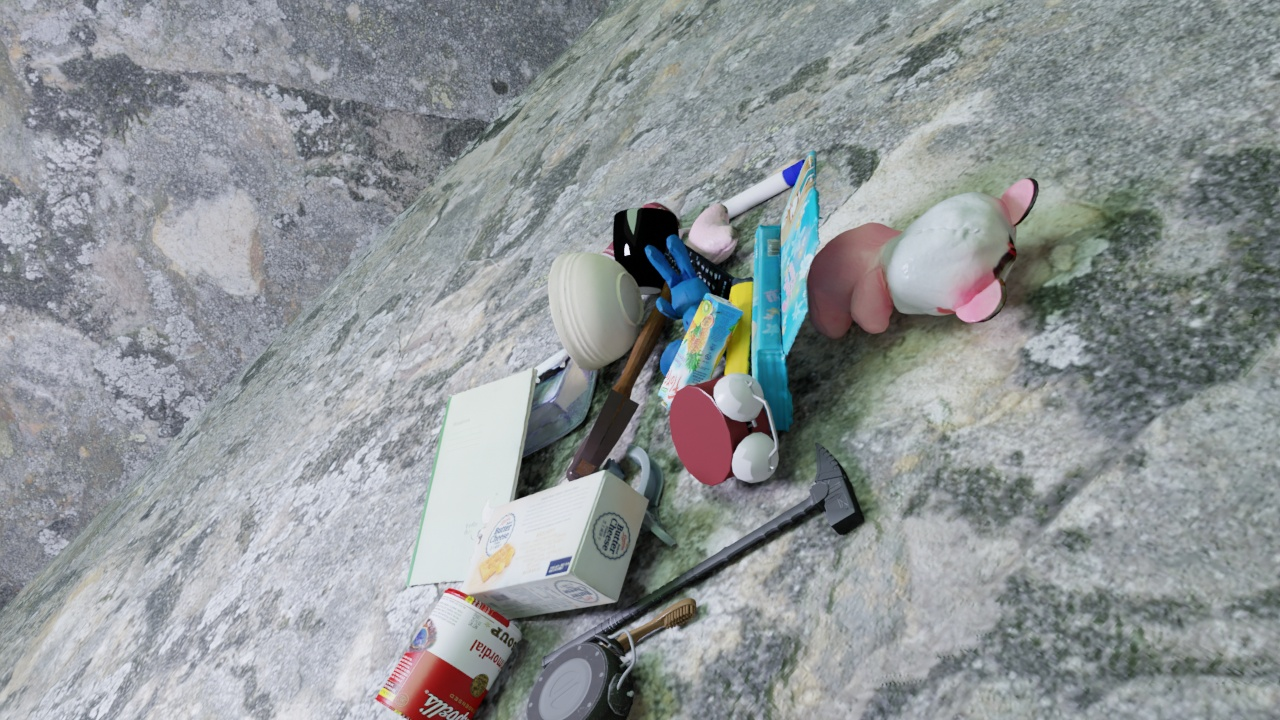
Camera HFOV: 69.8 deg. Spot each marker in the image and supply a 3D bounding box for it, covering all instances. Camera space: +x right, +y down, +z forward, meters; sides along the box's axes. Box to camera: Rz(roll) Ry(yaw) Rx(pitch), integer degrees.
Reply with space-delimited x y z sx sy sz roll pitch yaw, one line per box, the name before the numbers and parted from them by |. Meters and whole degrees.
marker | 0.159 -0.220 1.192 0.133 0.023 0.027 -25 11 33

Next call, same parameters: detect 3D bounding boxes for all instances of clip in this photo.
clip | -0.021 0.152 0.902 0.108 0.028 0.163 -39 26 12

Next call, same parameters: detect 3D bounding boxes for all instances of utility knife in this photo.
utility knife | 0.101 -0.018 0.950 0.031 0.017 0.162 -16 52 38

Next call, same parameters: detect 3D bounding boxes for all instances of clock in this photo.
clock | 0.077 0.061 0.815 0.048 0.096 0.138 -15 1 -31
clock | -0.042 0.272 0.737 0.123 0.044 0.091 -39 26 8

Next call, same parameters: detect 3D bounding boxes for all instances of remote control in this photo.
remote control | 0.072 -0.105 1.106 0.150 0.022 0.047 44 129 51

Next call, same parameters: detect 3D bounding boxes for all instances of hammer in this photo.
hammer | 0.040 0.182 0.789 0.325 0.015 0.094 -35 28 18
hammer | -0.006 0.006 1.060 0.116 0.033 0.321 -57 5 46

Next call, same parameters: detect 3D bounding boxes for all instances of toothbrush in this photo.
toothbrush | -0.021 0.244 0.779 0.167 0.016 0.016 -33 23 19

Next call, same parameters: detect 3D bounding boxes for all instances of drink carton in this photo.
drink carton | 0.061 -0.004 0.954 0.129 0.038 0.044 -65 24 13

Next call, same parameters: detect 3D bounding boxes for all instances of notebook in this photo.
notebook | -0.203 0.141 1.100 0.182 0.010 0.252 -17 56 43

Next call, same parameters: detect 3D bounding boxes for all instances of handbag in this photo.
handbag | -0.135 0.049 1.163 0.159 0.069 0.126 -30 28 31

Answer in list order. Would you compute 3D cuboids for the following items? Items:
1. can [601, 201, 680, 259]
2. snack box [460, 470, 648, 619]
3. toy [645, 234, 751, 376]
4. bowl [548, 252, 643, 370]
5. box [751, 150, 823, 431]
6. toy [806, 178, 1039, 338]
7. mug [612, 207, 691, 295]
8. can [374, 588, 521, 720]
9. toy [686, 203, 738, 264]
can | 0.000 -0.164 1.283 0.114 0.063 0.063 -50 27 -12
snack box | -0.086 0.180 0.874 0.208 0.057 0.104 -25 37 48
toy | 0.053 -0.054 1.026 0.113 0.071 0.176 -29 64 13
bowl | -0.044 -0.068 1.129 0.075 0.151 0.150 -14 37 23
box | 0.133 -0.071 0.867 0.056 0.186 0.226 6 40 3
toy | 0.244 -0.087 0.816 0.214 0.084 0.141 -1 49 57
mug | 0.023 -0.140 1.204 0.085 0.119 0.100 104 167 -82
can | -0.177 0.285 0.856 0.087 0.086 0.116 -4 47 52
toy | 0.083 -0.144 1.154 0.096 0.052 0.099 -52 26 24
